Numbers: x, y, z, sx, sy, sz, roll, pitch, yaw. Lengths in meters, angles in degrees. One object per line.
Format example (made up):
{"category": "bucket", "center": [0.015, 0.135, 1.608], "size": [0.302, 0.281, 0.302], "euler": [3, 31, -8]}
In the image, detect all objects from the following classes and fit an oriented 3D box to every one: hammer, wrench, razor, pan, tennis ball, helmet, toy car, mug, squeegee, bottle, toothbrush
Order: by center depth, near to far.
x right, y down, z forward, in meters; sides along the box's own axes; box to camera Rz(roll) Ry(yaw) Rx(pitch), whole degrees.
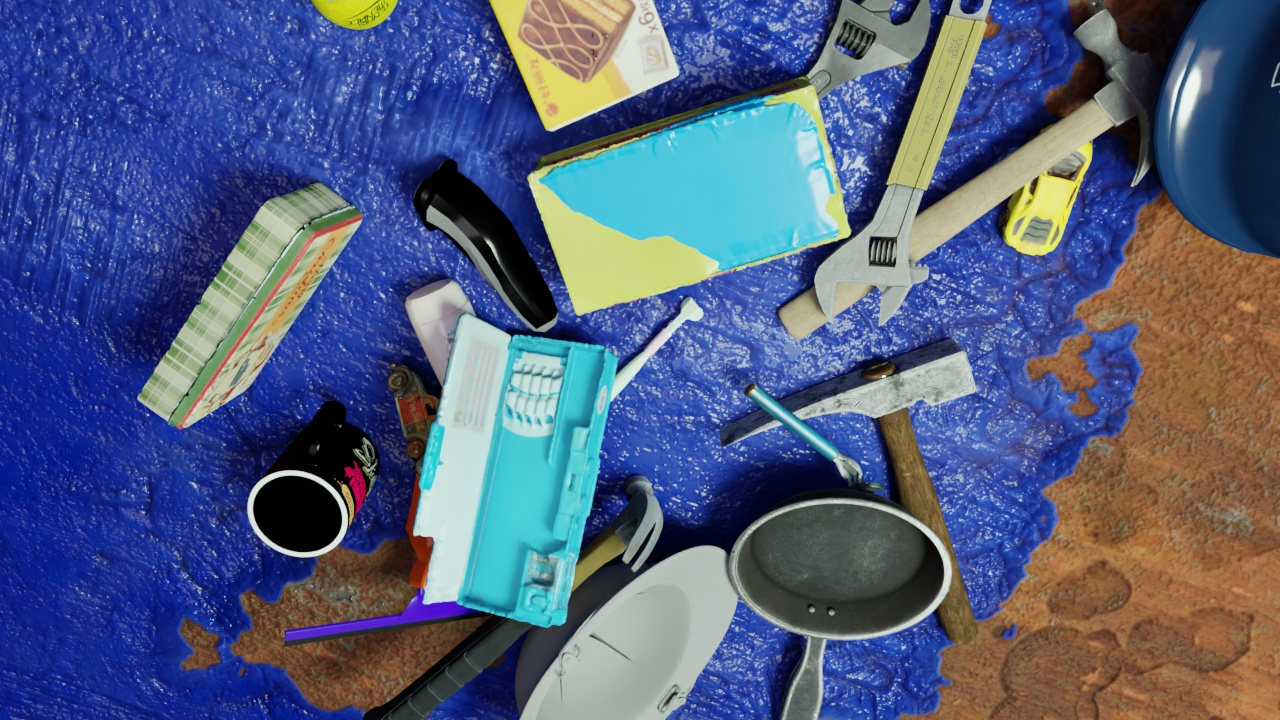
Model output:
{"category": "helmet", "center": [0.489, -0.172, 0.614], "size": [0.272, 0.222, 0.233], "euler": [13, 111, 1]}
{"category": "tennis ball", "center": [-0.209, -0.274, 0.663], "size": [0.065, 0.065, 0.065], "euler": [0, 111, 0]}
{"category": "wrench", "center": [0.209, -0.154, 0.712], "size": [0.084, 0.018, 0.274], "euler": [20, 103, 17]}
{"category": "wrench", "center": [0.109, -0.190, 0.719], "size": [0.274, 0.018, 0.073], "euler": [-40, 105, 16]}
{"category": "hammer", "center": [0.250, -0.120, 0.720], "size": [0.332, 0.030, 0.119], "euler": [-35, 83, 18]}
{"category": "toy car", "center": [0.324, -0.137, 0.730], "size": [0.049, 0.030, 0.107], "euler": [11, 109, -2]}
{"category": "razor", "center": [-0.119, -0.087, 0.744], "size": [0.156, 0.057, 0.060], "euler": [45, 136, -14]}
{"category": "toy car", "center": [-0.178, 0.051, 0.774], "size": [0.047, 0.047, 0.111], "euler": [-18, 69, -8]}
{"category": "razor", "center": [0.143, 0.067, 0.775], "size": [0.144, 0.022, 0.042], "euler": [41, 143, -11]}
{"category": "bottle", "center": [-0.149, 0.004, 0.777], "size": [0.051, 0.051, 0.146], "euler": [-19, 110, 7]}
{"category": "mug", "center": [-0.275, 0.092, 0.787], "size": [0.082, 0.098, 0.118], "euler": [13, 110, -5]}
{"category": "toothbrush", "center": [-0.005, 0.005, 0.795], "size": [0.155, 0.015, 0.022], "euler": [-45, 74, 16]}
{"category": "hammer", "center": [-0.112, 0.229, 0.795], "size": [0.333, 0.118, 0.025], "euler": [-40, 106, 3]}
{"category": "squeegee", "center": [-0.179, 0.141, 0.806], "size": [0.249, 0.055, 0.184], "euler": [3, 85, -39]}
{"category": "hammer", "center": [0.220, 0.148, 0.837], "size": [0.218, 0.037, 0.301], "euler": [-20, 110, 8]}
{"category": "helmet", "center": [-0.038, 0.254, 0.843], "size": [0.271, 0.118, 0.183], "euler": [-52, 133, -1]}
{"category": "pan", "center": [0.167, 0.248, 0.851], "size": [0.187, 0.055, 0.358], "euler": [8, 129, 4]}

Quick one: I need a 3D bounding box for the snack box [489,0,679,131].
{"category": "snack box", "center": [-0.064, -0.294, 0.656], "size": [0.110, 0.061, 0.230], "euler": [-21, 110, 8]}

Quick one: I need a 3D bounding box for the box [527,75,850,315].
{"category": "box", "center": [0.039, -0.126, 0.701], "size": [0.221, 0.080, 0.124], "euler": [-18, 110, 8]}

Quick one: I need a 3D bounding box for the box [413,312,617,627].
{"category": "box", "center": [-0.101, 0.086, 0.715], "size": [0.098, 0.121, 0.226], "euler": [8, 81, 23]}

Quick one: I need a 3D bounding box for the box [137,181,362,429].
{"category": "box", "center": [-0.306, -0.044, 0.727], "size": [0.049, 0.117, 0.206], "euler": [37, 105, -10]}
